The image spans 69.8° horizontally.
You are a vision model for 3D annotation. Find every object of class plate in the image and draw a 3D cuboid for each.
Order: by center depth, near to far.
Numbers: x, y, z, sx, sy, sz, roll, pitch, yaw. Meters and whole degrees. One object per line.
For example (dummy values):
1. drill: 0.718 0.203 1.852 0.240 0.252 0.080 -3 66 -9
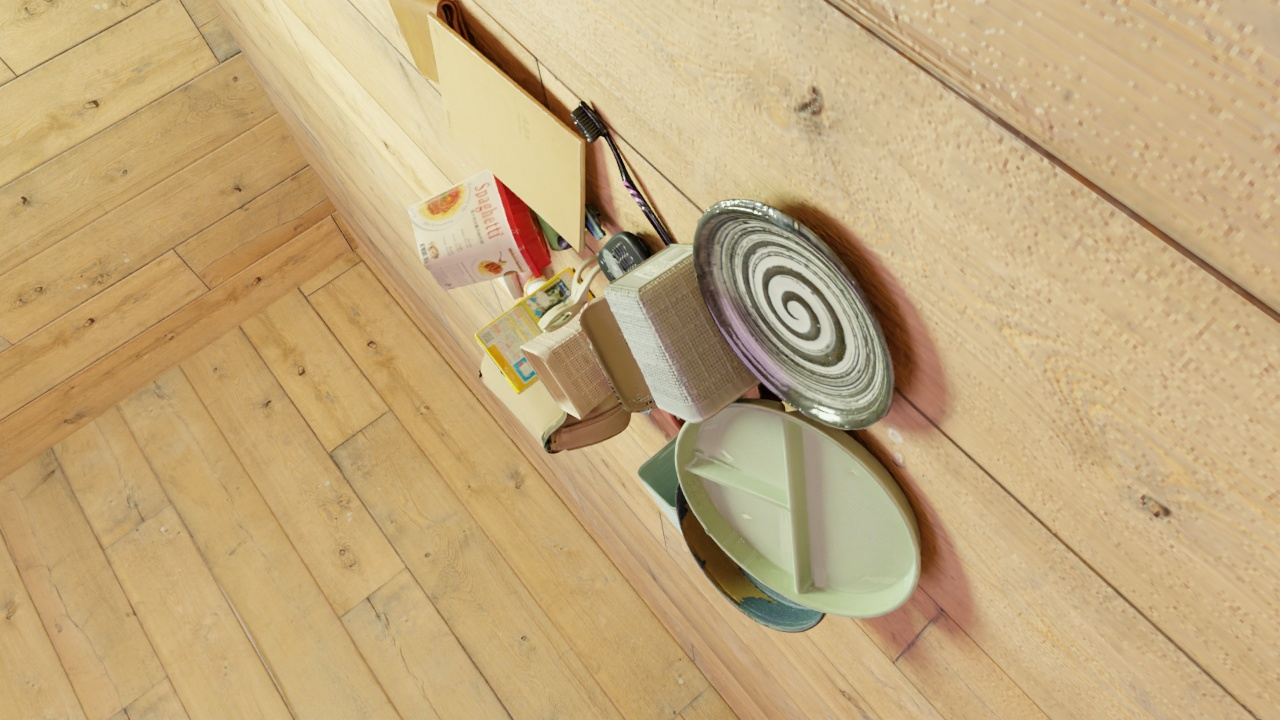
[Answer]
1. plate: 0.102 -0.032 0.610 0.179 0.024 0.180 44 158 22
2. plate: 0.128 0.123 0.767 0.230 0.027 0.231 27 141 24

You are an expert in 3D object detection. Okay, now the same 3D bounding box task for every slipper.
1. slipper: -0.177 -0.150 1.183 0.114 0.054 0.275 52 170 9

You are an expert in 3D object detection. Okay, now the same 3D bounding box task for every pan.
1. pan: 0.113 0.128 0.859 0.198 0.078 0.358 37 140 28

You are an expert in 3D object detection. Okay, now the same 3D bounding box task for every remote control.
1. remote control: -0.011 -0.093 0.851 0.053 0.024 0.136 53 167 -5

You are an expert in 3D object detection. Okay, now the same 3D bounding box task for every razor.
1. razor: -0.060 -0.131 0.919 0.042 0.022 0.143 57 164 -6

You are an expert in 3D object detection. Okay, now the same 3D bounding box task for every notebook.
1. notebook: -0.124 -0.212 0.860 0.211 0.012 0.150 43 156 20

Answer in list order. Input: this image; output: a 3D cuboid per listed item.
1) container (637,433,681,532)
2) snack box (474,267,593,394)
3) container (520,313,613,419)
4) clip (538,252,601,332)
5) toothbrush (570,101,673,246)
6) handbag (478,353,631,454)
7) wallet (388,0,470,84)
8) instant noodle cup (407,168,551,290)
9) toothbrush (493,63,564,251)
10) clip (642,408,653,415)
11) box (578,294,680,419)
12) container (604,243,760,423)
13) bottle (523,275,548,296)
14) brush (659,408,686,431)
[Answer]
1. container: 0.068 0.156 1.069 0.090 0.090 0.111 39 163 47
2. snack box: -0.114 -0.035 1.081 0.087 0.140 0.034 52 171 1
3. container: -0.058 -0.007 1.028 0.090 0.110 0.090 58 166 -18
4. clip: -0.059 -0.073 0.946 0.035 0.099 0.098 37 130 53
5. toothbrush: 0.000 -0.127 0.751 0.189 0.017 0.014 56 164 -16
6. handbag: -0.108 0.023 1.188 0.204 0.147 0.100 42 155 33
7. wallet: -0.201 -0.311 0.913 0.131 0.035 0.119 36 157 45
8. instant noodle cup: -0.173 -0.139 0.987 0.117 0.124 0.116 67 -175 -70
9. toothbrush: -0.114 -0.197 0.926 0.026 0.027 0.225 3 142 21
10. clip: 0.017 0.046 1.121 0.024 0.028 0.057 47 156 14
11. box: -0.006 0.006 0.949 0.075 0.086 0.162 -83 -27 -44
12. container: 0.037 -0.027 0.728 0.114 0.090 0.090 61 164 -18
13. bottle: -0.107 -0.063 1.152 0.108 0.063 0.063 51 167 36
14. brush: 0.039 0.005 0.833 0.063 0.069 0.146 39 161 41
